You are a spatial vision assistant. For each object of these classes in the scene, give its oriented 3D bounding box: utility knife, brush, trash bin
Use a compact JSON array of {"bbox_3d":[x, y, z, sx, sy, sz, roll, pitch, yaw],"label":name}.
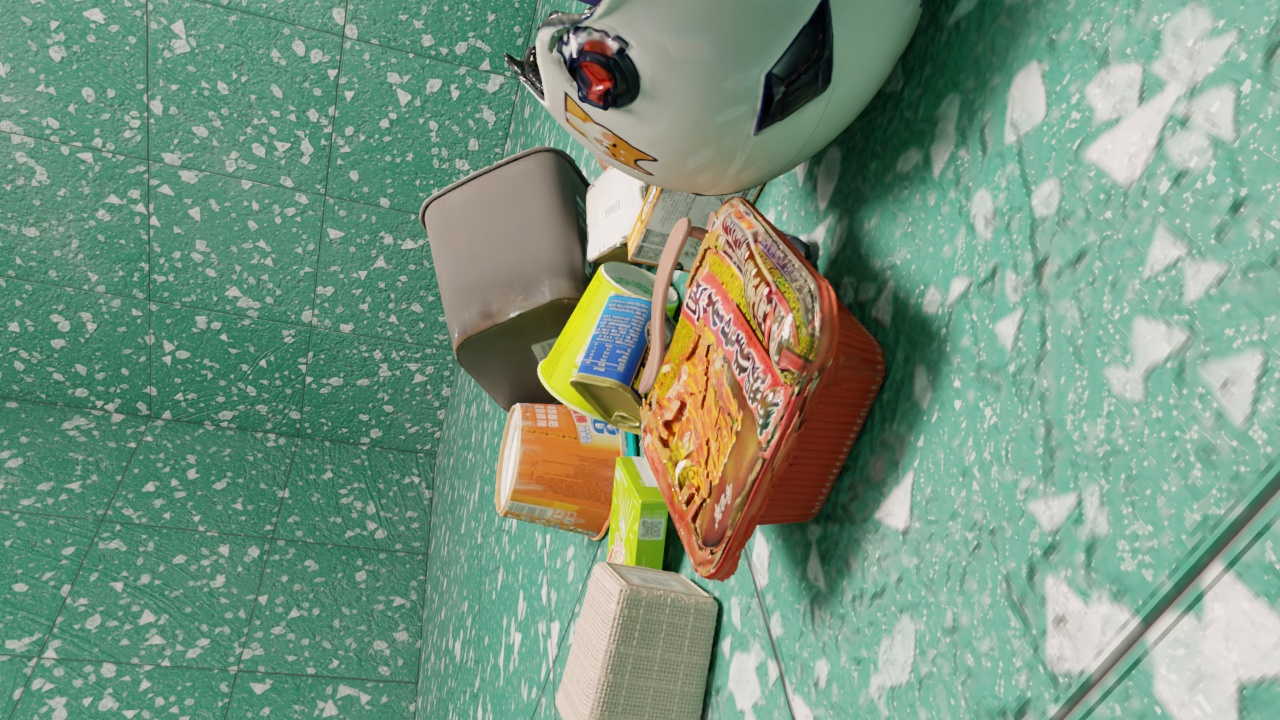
[{"bbox_3d":[-0.013,0.069,0.921,0.029,0.013,0.181,116,158,-45],"label":"utility knife"},{"bbox_3d":[0.042,-0.033,0.677,0.063,0.073,0.146,-110,31,-59],"label":"brush"},{"bbox_3d":[-0.121,-0.082,1.026,0.199,0.199,0.219,55,-165,-48],"label":"trash bin"}]

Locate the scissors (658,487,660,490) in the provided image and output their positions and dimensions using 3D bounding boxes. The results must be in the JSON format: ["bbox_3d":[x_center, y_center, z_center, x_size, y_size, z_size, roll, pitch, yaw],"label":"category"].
[{"bbox_3d":[0.047,0.049,0.663,0.138,0.017,0.073,-38,45,47],"label":"scissors"}]

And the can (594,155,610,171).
[{"bbox_3d":[0.006,-0.219,0.892,0.116,0.058,0.058,-11,69,56],"label":"can"}]

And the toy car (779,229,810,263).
[{"bbox_3d":[0.081,-0.042,0.603,0.034,0.043,0.091,-42,-29,-70],"label":"toy car"}]

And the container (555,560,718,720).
[{"bbox_3d":[-0.001,0.211,0.660,0.090,0.090,0.111,-176,98,-75],"label":"container"}]

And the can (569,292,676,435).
[{"bbox_3d":[-0.004,0.004,0.752,0.102,0.057,0.083,51,-125,-54],"label":"can"}]

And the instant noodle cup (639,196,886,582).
[{"bbox_3d":[0.067,0.017,0.530,0.164,0.079,0.189,-113,38,-56],"label":"instant noodle cup"}]

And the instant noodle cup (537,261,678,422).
[{"bbox_3d":[-0.023,-0.023,0.862,0.111,0.111,0.124,-108,40,-60],"label":"instant noodle cup"}]

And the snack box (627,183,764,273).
[{"bbox_3d":[0.048,-0.128,0.707,0.154,0.075,0.026,117,156,-48],"label":"snack box"}]

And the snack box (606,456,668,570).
[{"bbox_3d":[-0.006,0.168,0.767,0.085,0.026,0.156,-126,39,-66],"label":"snack box"}]

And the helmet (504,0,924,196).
[{"bbox_3d":[0.059,-0.182,0.518,0.229,0.157,0.274,-45,17,-19],"label":"helmet"}]

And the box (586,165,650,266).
[{"bbox_3d":[-0.004,-0.144,0.890,0.184,0.061,0.089,172,98,-71],"label":"box"}]

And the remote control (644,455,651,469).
[{"bbox_3d":[0.031,0.082,0.743,0.150,0.021,0.058,130,146,-63],"label":"remote control"}]

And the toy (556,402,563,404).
[{"bbox_3d":[-0.134,-0.035,1.186,0.138,0.091,0.355,-50,34,31],"label":"toy"}]

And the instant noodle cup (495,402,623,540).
[{"bbox_3d":[-0.090,0.112,0.985,0.151,0.111,0.151,-172,91,-75],"label":"instant noodle cup"}]

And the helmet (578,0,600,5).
[{"bbox_3d":[-0.023,-0.449,0.812,0.241,0.247,0.315,-51,34,25],"label":"helmet"}]
